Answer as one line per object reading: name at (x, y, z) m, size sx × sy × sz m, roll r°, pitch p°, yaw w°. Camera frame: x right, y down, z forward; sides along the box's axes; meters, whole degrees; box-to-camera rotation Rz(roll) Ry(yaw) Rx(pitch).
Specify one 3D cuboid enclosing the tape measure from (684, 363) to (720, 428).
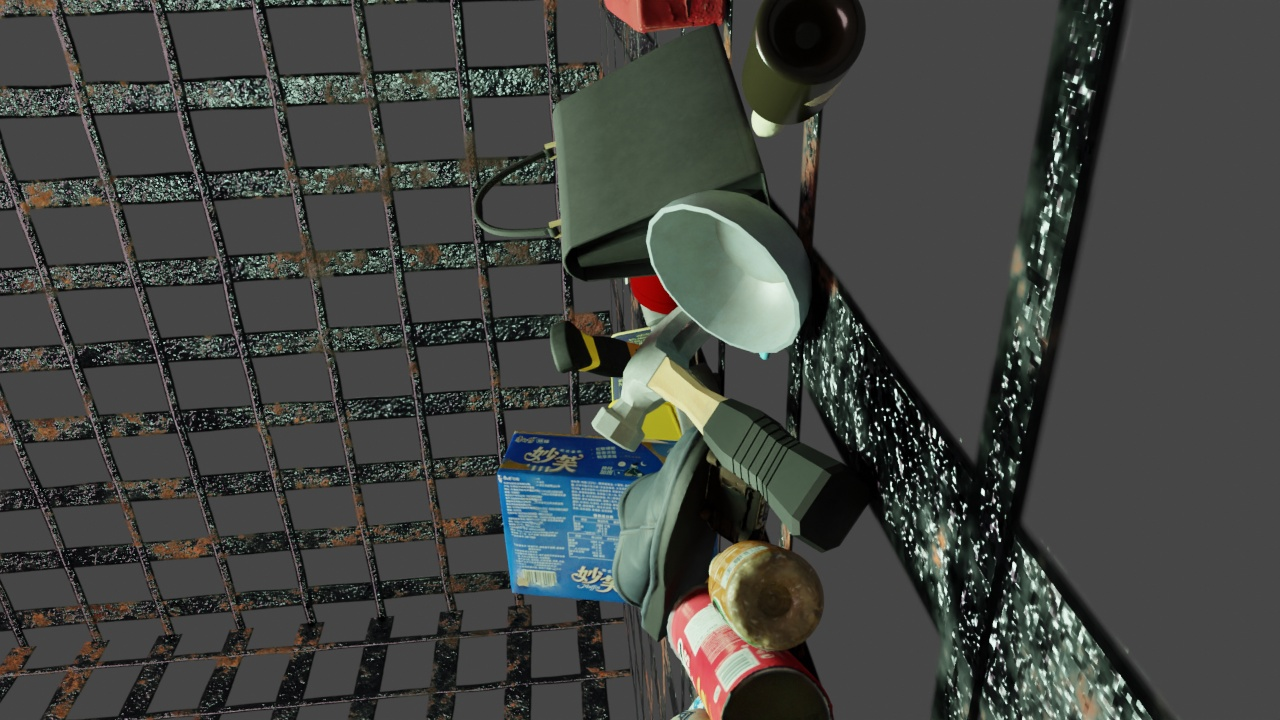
tape measure at (0.058, 0.033, 0.855) m, size 0.058 × 0.038 × 0.058 m, roll 97°, pitch 154°, yaw -70°

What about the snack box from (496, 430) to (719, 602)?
snack box at (-0.025, 0.154, 0.884) m, size 0.069 × 0.203 × 0.155 m, roll -74°, pitch -15°, yaw -59°

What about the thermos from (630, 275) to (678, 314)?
thermos at (0.035, -0.120, 0.781) m, size 0.108 × 0.083 × 0.199 m, roll 50°, pitch 160°, yaw 27°

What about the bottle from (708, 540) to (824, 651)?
bottle at (0.072, 0.147, 0.605) m, size 0.167 × 0.059 × 0.059 m, roll 121°, pitch 145°, yaw -82°

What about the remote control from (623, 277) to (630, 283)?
remote control at (0.017, -0.113, 0.919) m, size 0.123 × 0.012 × 0.028 m, roll -38°, pitch -43°, yaw -45°

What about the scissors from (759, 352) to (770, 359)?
scissors at (0.078, -0.076, 0.639) m, size 0.095 × 0.015 × 0.142 m, roll 93°, pitch 166°, yaw -63°

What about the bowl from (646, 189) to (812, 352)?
bowl at (0.057, -0.057, 0.528) m, size 0.039 × 0.106 × 0.106 m, roll -47°, pitch -20°, yaw -25°

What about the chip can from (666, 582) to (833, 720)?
chip can at (0.069, 0.213, 0.637) m, size 0.233 × 0.073 × 0.073 m, roll 154°, pitch 112°, yaw -84°

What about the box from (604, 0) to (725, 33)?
box at (0.016, -0.347, 0.711) m, size 0.129 × 0.097 × 0.158 m, roll -110°, pitch 16°, yaw -57°

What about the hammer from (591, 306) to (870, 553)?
hammer at (0.050, 0.037, 0.585) m, size 0.131 × 0.039 × 0.328 m, roll -57°, pitch 19°, yaw 2°

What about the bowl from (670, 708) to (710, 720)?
bowl at (0.060, 0.284, 0.630) m, size 0.059 × 0.115 × 0.115 m, roll -59°, pitch 2°, yaw -5°

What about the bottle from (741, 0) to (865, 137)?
bottle at (0.073, -0.140, 0.465) m, size 0.184 × 0.045 × 0.045 m, roll -49°, pitch -44°, yaw -86°

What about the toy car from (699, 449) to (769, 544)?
toy car at (0.074, 0.090, 0.660) m, size 0.040 × 0.048 × 0.113 m, roll -40°, pitch -32°, yaw -36°

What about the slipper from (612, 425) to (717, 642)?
slipper at (0.014, 0.135, 0.757) m, size 0.108 × 0.083 × 0.266 m, roll -45°, pitch -24°, yaw -35°

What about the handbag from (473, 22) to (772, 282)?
handbag at (-0.022, -0.127, 0.627) m, size 0.072 × 0.196 × 0.175 m, roll 67°, pitch -169°, yaw -47°

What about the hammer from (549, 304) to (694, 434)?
hammer at (-0.005, 0.005, 0.834) m, size 0.324 × 0.034 × 0.169 m, roll 10°, pitch -119°, yaw -70°

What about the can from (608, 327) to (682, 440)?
can at (0.012, 0.041, 1.051) m, size 0.135 × 0.075 × 0.104 m, roll 67°, pitch -164°, yaw -53°

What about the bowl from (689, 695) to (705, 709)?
bowl at (0.065, 0.329, 0.751) m, size 0.144 × 0.074 × 0.144 m, roll 174°, pitch 92°, yaw -86°
